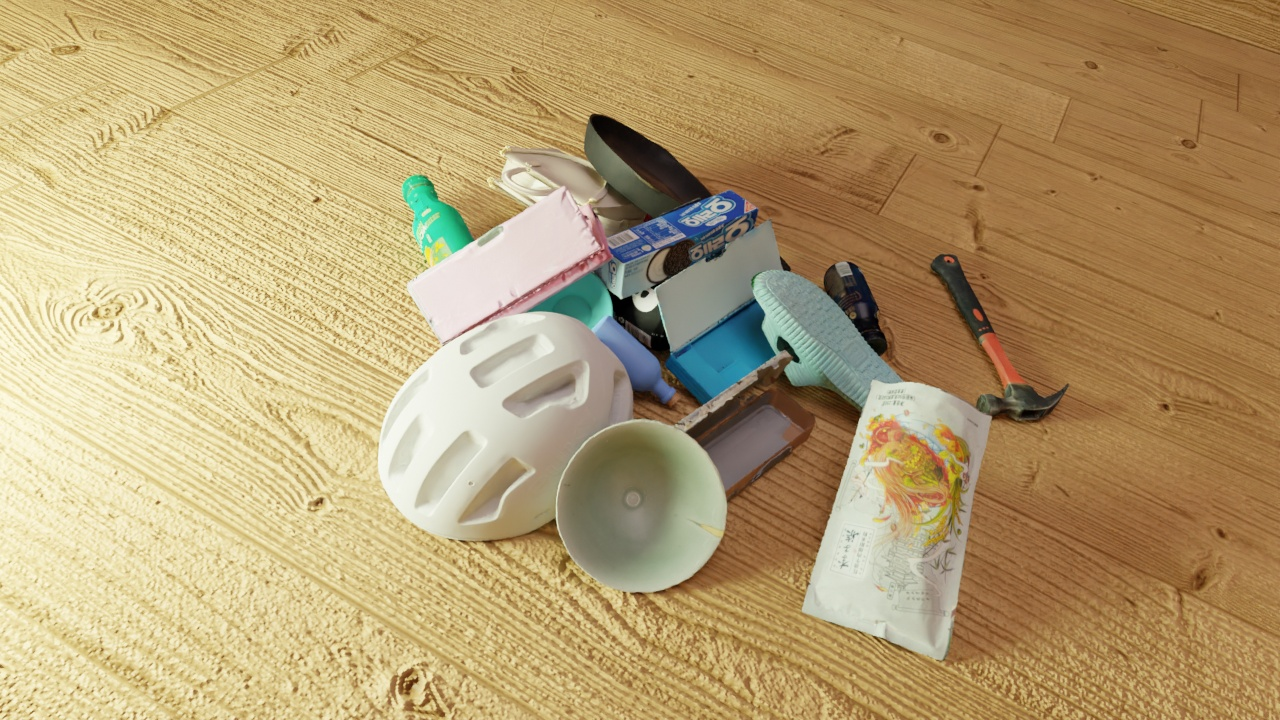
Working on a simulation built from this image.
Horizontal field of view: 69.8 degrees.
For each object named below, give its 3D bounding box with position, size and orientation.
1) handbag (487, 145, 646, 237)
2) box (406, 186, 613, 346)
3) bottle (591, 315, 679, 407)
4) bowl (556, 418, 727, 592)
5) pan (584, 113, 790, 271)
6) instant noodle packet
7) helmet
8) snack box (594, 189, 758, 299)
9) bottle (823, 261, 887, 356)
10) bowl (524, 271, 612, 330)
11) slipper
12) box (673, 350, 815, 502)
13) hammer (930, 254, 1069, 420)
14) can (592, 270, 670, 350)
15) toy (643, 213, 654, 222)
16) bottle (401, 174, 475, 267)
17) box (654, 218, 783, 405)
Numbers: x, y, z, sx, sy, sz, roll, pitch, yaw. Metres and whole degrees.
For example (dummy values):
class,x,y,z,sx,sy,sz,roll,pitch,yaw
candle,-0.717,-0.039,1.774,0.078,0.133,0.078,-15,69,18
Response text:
class,x,y,z,sx,sy,sz,roll,pitch,yaw
handbag,-0.113,-0.224,1.247,0.195,0.101,0.197,35,20,22
box,-0.157,-0.112,1.071,0.233,0.098,0.099,-29,45,14
bottle,-0.006,0.006,1.084,0.131,0.048,0.047,42,45,-7
bowl,-0.004,0.147,0.936,0.174,0.068,0.174,1,87,-14
pan,0.063,-0.222,1.302,0.356,0.043,0.248,36,22,-8
instant noodle packet,0.273,0.155,0.951,0.147,0.057,0.268,17,68,10
helmet,-0.144,0.064,0.977,0.282,0.184,0.224,-30,51,-12
snack box,0.047,-0.149,1.149,0.225,0.060,0.059,-27,52,-31
bottle,0.293,-0.069,1.246,0.056,0.056,0.160,2,44,-11
bowl,-0.090,-0.058,1.135,0.121,0.121,0.046,21,4,9
slipper,0.237,-0.004,1.145,0.276,0.070,0.115,47,45,6
box,0.111,0.088,1.028,0.215,0.095,0.107,-30,83,-37
hammer,0.480,-0.044,1.284,0.133,0.033,0.332,1,43,-10
can,-0.009,-0.079,1.169,0.146,0.080,0.080,34,47,22
toy,0.028,-0.209,1.343,0.102,0.050,0.065,7,38,-14
bottle,-0.267,-0.174,1.220,0.068,0.068,0.209,-13,49,-25
box,0.120,-0.057,1.164,0.242,0.064,0.174,-33,96,-38
